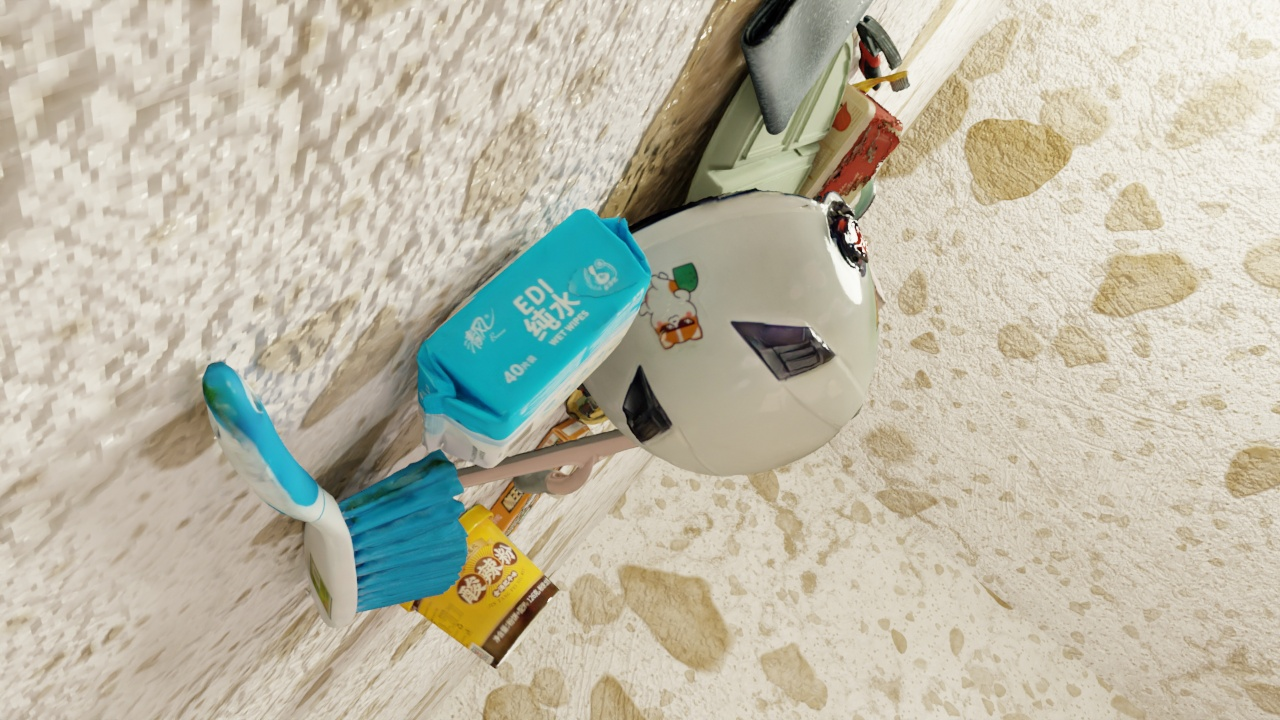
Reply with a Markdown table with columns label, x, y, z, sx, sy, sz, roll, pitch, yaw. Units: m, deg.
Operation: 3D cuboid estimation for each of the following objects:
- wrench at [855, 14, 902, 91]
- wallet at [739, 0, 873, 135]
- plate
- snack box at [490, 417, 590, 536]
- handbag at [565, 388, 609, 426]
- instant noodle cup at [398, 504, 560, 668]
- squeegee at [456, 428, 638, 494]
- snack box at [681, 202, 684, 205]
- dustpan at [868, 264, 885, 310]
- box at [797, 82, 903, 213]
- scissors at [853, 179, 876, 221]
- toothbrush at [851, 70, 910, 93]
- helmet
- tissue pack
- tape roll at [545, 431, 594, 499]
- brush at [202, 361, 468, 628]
| label | x | y | z | sx | sy | sz | roll | pitch | yaw |
| --- | --- | --- | --- | --- | --- | --- | --- | --- | --- |
| wrench | 0.232 | -0.300 | 0.914 | 0.016 | 0.056 | 0.273 | -33 | -178 | 15 |
| wallet | 0.108 | -0.213 | 0.572 | 0.121 | 0.019 | 0.097 | -54 | 157 | -4 |
| plate | 0.101 | -0.159 | 0.712 | 0.229 | 0.027 | 0.231 | -50 | 162 | -24 |
| snack box | -0.115 | 0.130 | 0.985 | 0.154 | 0.026 | 0.075 | -53 | 172 | 14 |
| handbag | -0.005 | 0.005 | 0.933 | 0.162 | 0.063 | 0.179 | -44 | 174 | -35 |
| instant noodle cup | -0.148 | 0.217 | 0.865 | 0.118 | 0.114 | 0.118 | -49 | 172 | -9 |
| squeegee | -0.075 | 0.103 | 0.831 | 0.247 | 0.040 | 0.250 | -12 | 172 | -25 |
| snack box | 0.046 | -0.104 | 0.799 | 0.086 | 0.026 | 0.156 | -53 | 173 | -2 |
| dustpan | 0.190 | -0.087 | 1.108 | 0.138 | 0.273 | 0.223 | -7 | 145 | -43 |
| box | 0.163 | -0.171 | 0.852 | 0.075 | 0.091 | 0.169 | 14 | 123 | -39 |
| scissors | 0.173 | -0.187 | 0.924 | 0.171 | 0.019 | 0.181 | -9 | -113 | 56 |
| toothbrush | 0.212 | -0.257 | 0.874 | 0.016 | 0.018 | 0.191 | -25 | -167 | -4 |
| helmet | 0.070 | 0.000 | 0.647 | 0.230 | 0.156 | 0.273 | -26 | 167 | 16 |
| tissue pack | -0.058 | -0.011 | 0.474 | 0.139 | 0.063 | 0.090 | -46 | 174 | -24 |
| tape roll | -0.080 | 0.115 | 1.030 | 0.086 | 0.014 | 0.085 | -48 | -157 | 27 |
| brush | -0.133 | 0.070 | 0.430 | 0.109 | 0.060 | 0.315 | -20 | 158 | -29 |
